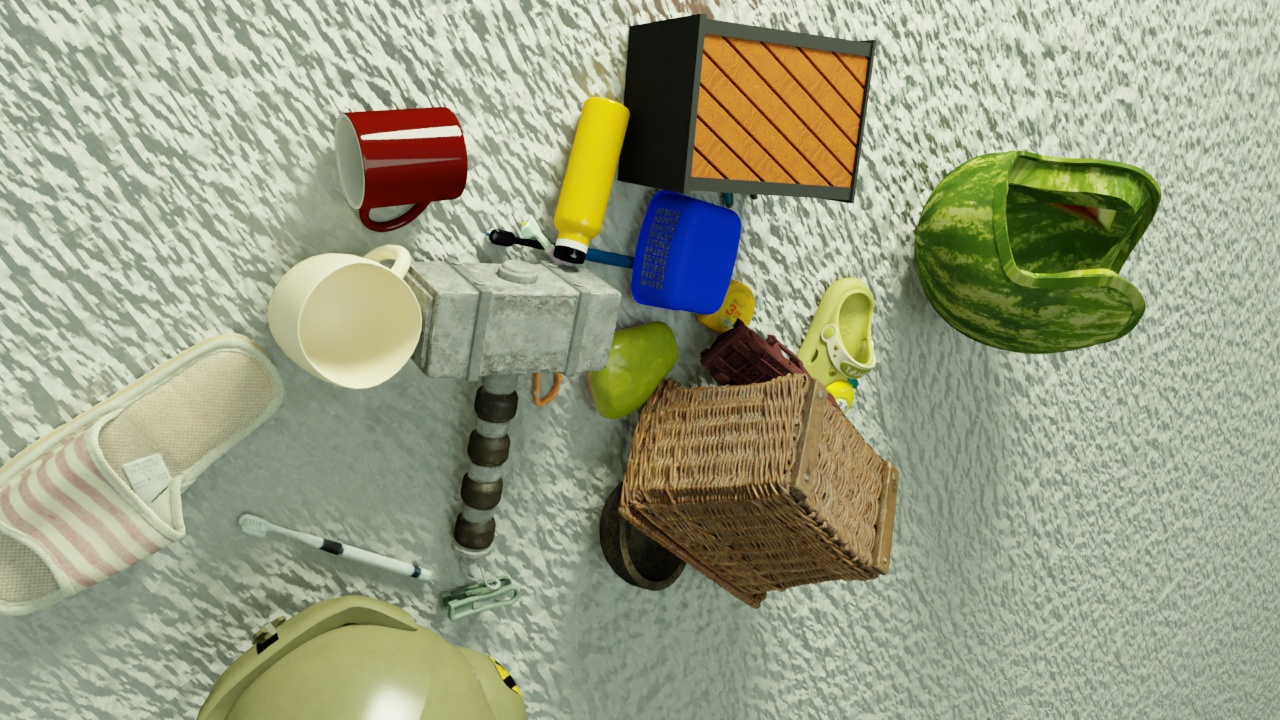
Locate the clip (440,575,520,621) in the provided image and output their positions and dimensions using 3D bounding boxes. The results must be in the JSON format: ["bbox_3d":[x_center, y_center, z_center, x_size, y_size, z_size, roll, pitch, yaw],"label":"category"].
[{"bbox_3d":[-0.155,0.230,0.892,0.076,0.044,0.023,-8,113,-33],"label":"clip"}]

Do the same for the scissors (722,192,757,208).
[{"bbox_3d":[0.088,-0.224,0.921,0.133,0.019,0.146,31,91,-32],"label":"scissors"}]

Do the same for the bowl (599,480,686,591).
[{"bbox_3d":[-0.003,0.175,0.952,0.121,0.056,0.121,10,78,-50],"label":"bowl"}]

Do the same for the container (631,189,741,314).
[{"bbox_3d":[0.049,-0.102,0.898,0.096,0.058,0.114,6,100,-46],"label":"container"}]

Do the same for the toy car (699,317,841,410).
[{"bbox_3d":[0.137,0.016,0.980,0.169,0.061,0.070,36,113,-30],"label":"toy car"}]

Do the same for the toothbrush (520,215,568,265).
[{"bbox_3d":[-0.064,-0.077,0.854,0.155,0.015,0.022,50,54,-43],"label":"toothbrush"}]

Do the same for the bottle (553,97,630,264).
[{"bbox_3d":[-0.047,-0.158,0.819,0.043,0.043,0.143,18,83,-37],"label":"bottle"}]

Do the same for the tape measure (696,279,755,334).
[{"bbox_3d":[0.090,-0.057,0.967,0.068,0.030,0.059,28,89,-43],"label":"tape measure"}]

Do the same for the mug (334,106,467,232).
[{"bbox_3d":[-0.192,-0.148,0.731,0.082,0.073,0.106,-13,140,-31],"label":"mug"}]

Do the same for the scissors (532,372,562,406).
[{"bbox_3d":[-0.104,-0.015,0.861,0.131,0.011,0.125,-8,109,-32],"label":"scissors"}]

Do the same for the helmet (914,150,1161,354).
[{"bbox_3d":[0.439,-0.122,1.056,0.244,0.247,0.212,94,18,-64],"label":"helmet"}]

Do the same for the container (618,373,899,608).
[{"bbox_3d":[0.133,0.129,0.928,0.250,0.184,0.161,41,52,-36],"label":"container"}]

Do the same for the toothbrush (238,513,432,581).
[{"bbox_3d":[-0.262,0.169,0.806,0.186,0.017,0.012,29,107,-37],"label":"toothbrush"}]

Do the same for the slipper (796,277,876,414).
[{"bbox_3d":[0.233,0.000,1.052,0.091,0.082,0.190,19,91,-39],"label":"slipper"}]

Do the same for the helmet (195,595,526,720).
[{"bbox_3d":[-0.222,0.300,0.713,0.249,0.256,0.233,-37,125,-21],"label":"helmet"}]

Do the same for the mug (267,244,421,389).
[{"bbox_3d":[-0.228,-0.044,0.713,0.096,0.100,0.120,46,71,-37],"label":"mug"}]

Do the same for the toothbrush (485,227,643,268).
[{"bbox_3d":[-0.067,-0.103,0.858,0.167,0.014,0.014,7,101,-36],"label":"toothbrush"}]

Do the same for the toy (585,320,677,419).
[{"bbox_3d":[-0.005,0.005,0.909,0.109,0.051,0.090,-30,121,-27],"label":"toy"}]

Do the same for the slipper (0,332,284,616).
[{"bbox_3d":[-0.379,0.086,0.681,0.262,0.052,0.115,-43,122,-16],"label":"slipper"}]

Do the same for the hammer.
[{"bbox_3d":[-0.135,0.069,0.822,0.176,0.079,0.327,-3,116,-34],"label":"hammer"}]

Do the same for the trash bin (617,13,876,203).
[{"bbox_3d":[0.091,-0.223,0.831,0.171,0.140,0.140,-1,105,-24],"label":"trash bin"}]
